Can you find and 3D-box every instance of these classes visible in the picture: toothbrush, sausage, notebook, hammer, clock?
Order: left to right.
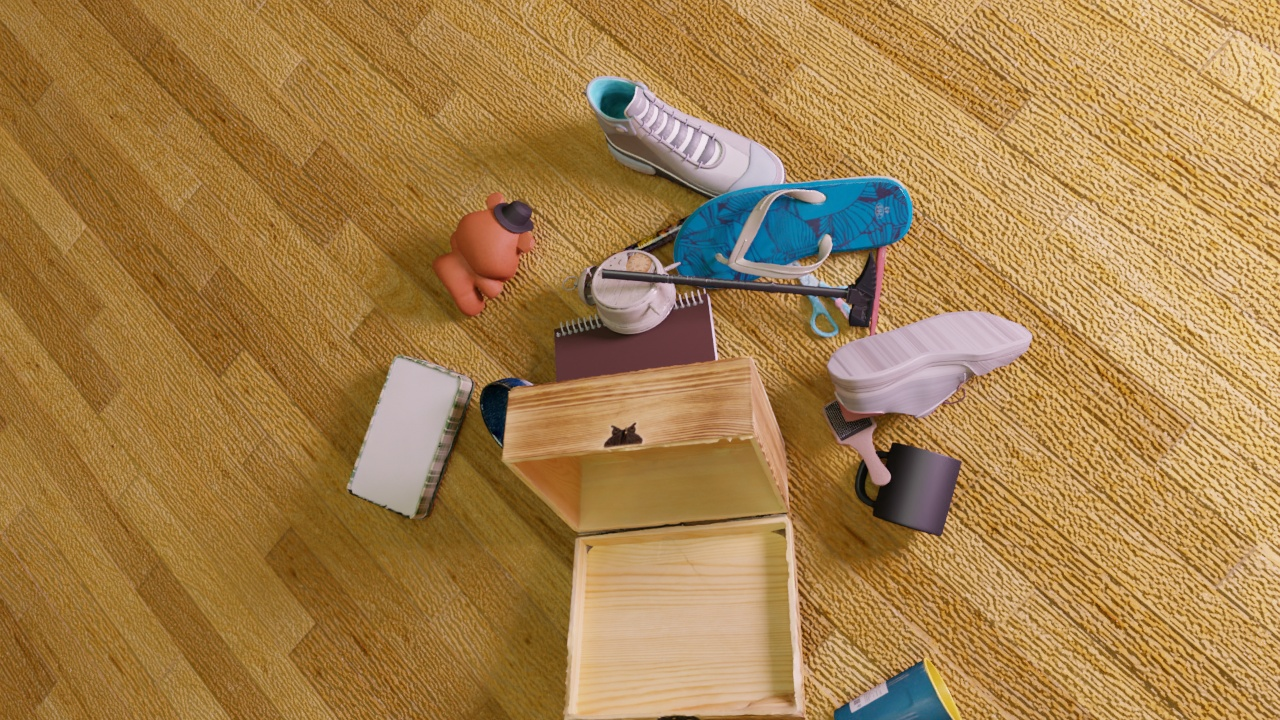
[{"bbox_3d":[-0.032,-0.094,1.164,0.157,0.061,0.103,8,62,24],"label":"clock"},{"bbox_3d":[-0.007,0.007,1.155,0.209,0.022,0.171,-12,62,14],"label":"notebook"},{"bbox_3d":[0.017,-0.155,1.195,0.155,0.020,0.020,-26,76,12],"label":"sausage"},{"bbox_3d":[0.115,-0.096,1.091,0.325,0.015,0.095,5,126,6],"label":"hammer"},{"bbox_3d":[0.289,-0.079,1.107,0.016,0.016,0.189,5,84,12],"label":"toothbrush"}]

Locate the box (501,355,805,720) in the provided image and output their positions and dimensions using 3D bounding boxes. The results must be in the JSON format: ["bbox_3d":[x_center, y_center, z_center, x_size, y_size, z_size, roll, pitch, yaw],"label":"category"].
[{"bbox_3d":[0.023,0.218,1.012,0.279,0.286,0.335,-9,60,14],"label":"box"}]

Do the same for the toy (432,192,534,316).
[{"bbox_3d":[-0.209,-0.145,1.222,0.177,0.096,0.112,-45,71,35],"label":"toy"}]

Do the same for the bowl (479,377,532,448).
[{"bbox_3d":[-0.148,0.067,1.183,0.114,0.060,0.114,25,132,31],"label":"bowl"}]

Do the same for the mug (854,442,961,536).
[{"bbox_3d":[0.299,0.142,1.048,0.114,0.078,0.088,13,86,44],"label":"mug"}]

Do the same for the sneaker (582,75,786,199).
[{"bbox_3d":[0.052,-0.275,1.129,0.257,0.160,0.093,26,90,19],"label":"sneaker"}]

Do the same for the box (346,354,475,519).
[{"bbox_3d":[-0.308,0.103,1.240,0.118,0.051,0.205,17,88,15],"label":"box"}]

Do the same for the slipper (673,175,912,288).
[{"bbox_3d":[0.175,-0.156,1.103,0.295,0.060,0.118,-10,103,18],"label":"slipper"}]

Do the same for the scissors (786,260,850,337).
[{"bbox_3d":[0.208,-0.085,1.137,0.141,0.015,0.076,44,97,23],"label":"scissors"}]

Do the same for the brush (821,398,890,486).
[{"bbox_3d":[0.253,0.089,1.059,0.050,0.015,0.135,-30,44,11],"label":"brush"}]

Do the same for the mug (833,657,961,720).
[{"bbox_3d":[0.281,0.391,1.016,0.121,0.078,0.078,-31,75,15],"label":"mug"}]

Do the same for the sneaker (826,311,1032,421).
[{"bbox_3d":[0.330,0.016,1.052,0.236,0.090,0.099,-13,35,-4],"label":"sneaker"}]
